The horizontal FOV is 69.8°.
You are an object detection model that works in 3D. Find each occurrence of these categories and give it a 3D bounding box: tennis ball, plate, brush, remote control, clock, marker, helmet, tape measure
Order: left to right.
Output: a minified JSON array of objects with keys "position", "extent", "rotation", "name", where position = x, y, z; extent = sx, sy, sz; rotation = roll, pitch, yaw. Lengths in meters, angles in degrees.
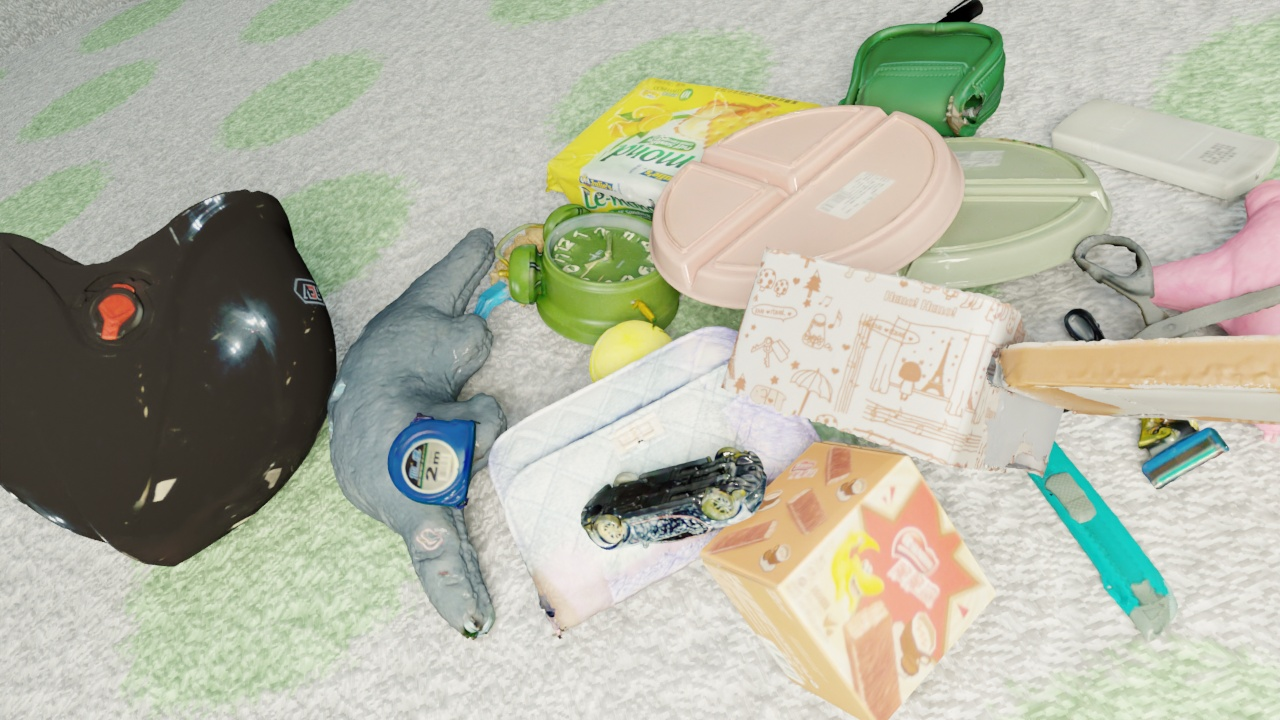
[{"position":[-0.341,0.009,0.676],"extent":[0.275,0.233,0.230],"rotation":[-40,87,1],"name":"helmet"},{"position":[-0.131,0.064,0.583],"extent":[0.054,0.025,0.058],"rotation":[5,75,0],"name":"tape measure"},{"position":[-0.138,-0.031,0.787],"extent":[0.083,0.046,0.254],"rotation":[24,63,36],"name":"brush"},{"position":[-0.041,-0.074,0.735],"extent":[0.161,0.056,0.115],"rotation":[19,44,18],"name":"clock"},{"position":[-0.004,0.004,0.661],"extent":[0.065,0.065,0.065],"rotation":[-13,42,12],"name":"tennis ball"},{"position":[0.113,-0.121,0.665],"extent":[0.230,0.028,0.229],"rotation":[-13,40,11],"name":"plate"},{"position":[0.285,-0.321,0.906],"extent":[0.132,0.022,0.020],"rotation":[-35,6,-13],"name":"marker"},{"position":[0.221,-0.117,0.679],"extent":[0.230,0.027,0.229],"rotation":[-9,32,6],"name":"plate"},{"position":[0.388,-0.160,0.687],"extent":[0.058,0.021,0.150],"rotation":[-36,42,-14],"name":"remote control"}]

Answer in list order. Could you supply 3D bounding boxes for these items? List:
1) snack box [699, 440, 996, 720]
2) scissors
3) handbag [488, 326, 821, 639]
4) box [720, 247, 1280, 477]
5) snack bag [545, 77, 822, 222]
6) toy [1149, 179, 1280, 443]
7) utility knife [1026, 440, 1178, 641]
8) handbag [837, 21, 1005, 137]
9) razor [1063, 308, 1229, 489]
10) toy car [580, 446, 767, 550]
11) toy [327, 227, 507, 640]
[{"position":[0.103,0.107,0.462],"extent":[0.094,0.093,0.077],"rotation":[-40,15,-18],"name":"snack box"},{"position":[0.304,-0.022,0.529],"extent":[0.177,0.014,0.159],"rotation":[-23,47,36],"name":"scissors"},{"position":[0.006,0.068,0.574],"extent":[0.194,0.076,0.134],"rotation":[-29,55,-4],"name":"handbag"},{"position":[0.195,0.015,0.446],"extent":[0.262,0.177,0.088],"rotation":[16,93,37],"name":"box"},{"position":[0.046,-0.178,0.830],"extent":[0.247,0.068,0.157],"rotation":[22,58,38],"name":"snack bag"},{"position":[0.379,-0.030,0.517],"extent":[0.195,0.074,0.178],"rotation":[23,69,44],"name":"toy"},{"position":[0.237,0.071,0.516],"extent":[0.029,0.013,0.192],"rotation":[-21,40,3],"name":"utility knife"},{"position":[0.244,-0.237,0.798],"extent":[0.131,0.068,0.119],"rotation":[10,48,32],"name":"handbag"},{"position":[0.290,0.016,0.545],"extent":[0.043,0.022,0.142],"rotation":[-39,34,22],"name":"razor"},{"position":[0.018,0.077,0.491],"extent":[0.106,0.031,0.048],"rotation":[-16,20,23],"name":"toy car"},{"position":[-0.161,0.039,0.672],"extent":[0.138,0.091,0.355],"rotation":[-14,51,4],"name":"toy"}]
